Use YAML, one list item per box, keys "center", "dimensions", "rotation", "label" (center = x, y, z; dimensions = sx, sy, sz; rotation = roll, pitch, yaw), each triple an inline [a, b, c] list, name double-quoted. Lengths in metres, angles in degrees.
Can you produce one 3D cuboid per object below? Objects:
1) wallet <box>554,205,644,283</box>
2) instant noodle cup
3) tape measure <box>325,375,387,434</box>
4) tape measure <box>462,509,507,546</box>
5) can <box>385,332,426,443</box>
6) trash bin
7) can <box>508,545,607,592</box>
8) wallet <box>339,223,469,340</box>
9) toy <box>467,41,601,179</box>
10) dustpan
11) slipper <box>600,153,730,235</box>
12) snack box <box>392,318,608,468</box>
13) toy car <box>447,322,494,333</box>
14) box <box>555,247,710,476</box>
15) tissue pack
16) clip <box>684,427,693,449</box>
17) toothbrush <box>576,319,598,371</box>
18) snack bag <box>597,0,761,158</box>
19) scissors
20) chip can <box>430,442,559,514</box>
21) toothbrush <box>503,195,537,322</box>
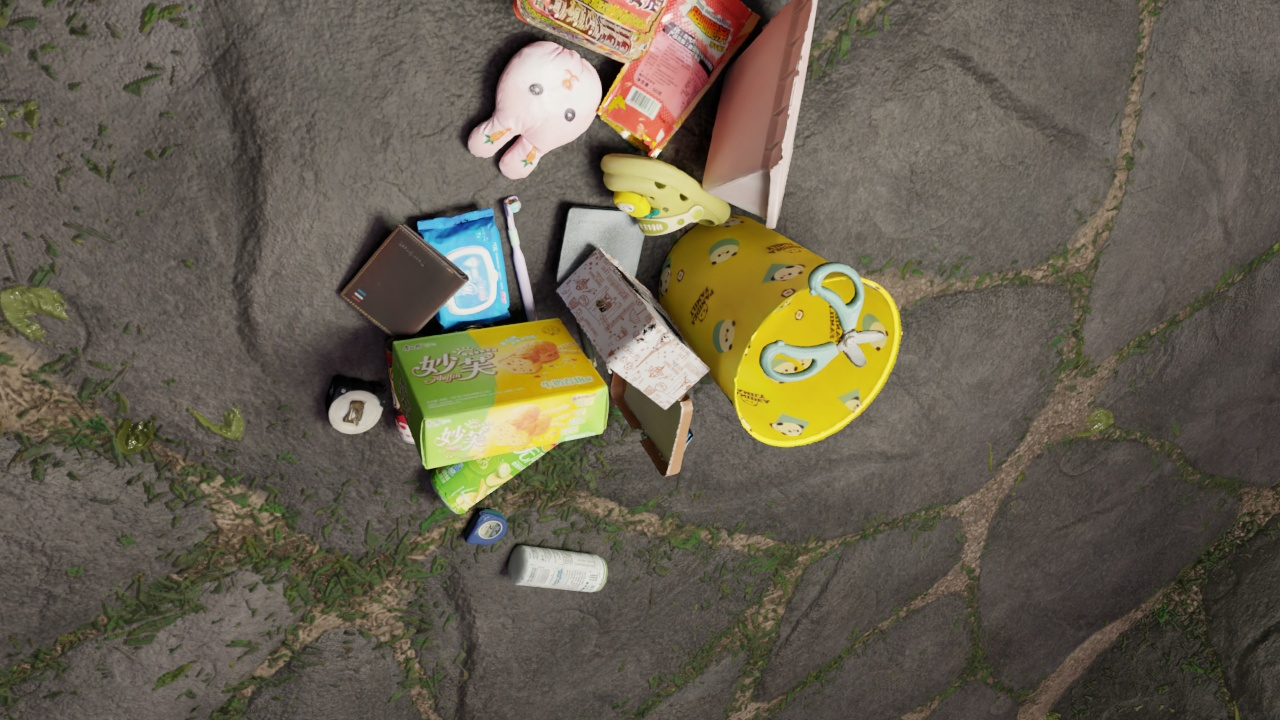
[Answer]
- center: [-0.048, -0.143, 1.145]
  dimensions: [0.120, 0.019, 0.097]
  rotation: [-3, 115, -36]
  label: "wallet"
- center: [-0.039, -0.421, 0.943]
  dimensions: [0.164, 0.079, 0.189]
  rotation: [13, 114, -34]
  label: "instant noodle cup"
- center: [-0.347, 0.055, 1.113]
  dimensions: [0.065, 0.033, 0.066]
  rotation: [11, 113, -31]
  label: "tape measure"
- center: [-0.218, 0.237, 1.303]
  dimensions: [0.054, 0.025, 0.058]
  rotation: [18, 114, -37]
  label: "tape measure"
- center: [-0.278, 0.035, 1.124]
  dimensions: [0.053, 0.053, 0.133]
  rotation: [-12, 125, -21]
  label: "can"
- center: [0.158, -0.054, 1.168]
  dimensions: [0.229, 0.255, 0.230]
  rotation: [-14, 125, -21]
  label: "trash bin"
- center: [-0.124, 0.315, 1.382]
  dimensions: [0.146, 0.058, 0.058]
  rotation: [16, 111, -35]
  label: "can"
- center: [-0.267, -0.085, 1.036]
  dimensions: [0.096, 0.020, 0.122]
  rotation: [40, 117, -19]
  label: "wallet"
- center: [-0.116, -0.274, 1.016]
  dimensions: [0.121, 0.054, 0.160]
  rotation: [27, 112, -40]
  label: "toy"
- center: [0.175, -0.272, 1.053]
  dimensions: [0.138, 0.274, 0.222]
  rotation: [16, 82, -19]
  label: "dustpan"
- center: [0.030, -0.189, 1.114]
  dimensions: [0.190, 0.092, 0.081]
  rotation: [18, 88, -40]
  label: "slipper"
- center: [-0.161, 0.031, 1.036]
  dimensions: [0.209, 0.157, 0.070]
  rotation: [-9, 126, -23]
  label: "snack box"
- center: [-0.214, 0.014, 1.135]
  dimensions: [0.071, 0.041, 0.156]
  rotation: [-10, 142, -24]
  label: "toy car"
- center: [0.002, 0.002, 1.149]
  dimensions: [0.124, 0.178, 0.274]
  rotation: [-27, 137, -9]
  label: "box"
- center: [-0.205, -0.099, 1.077]
  dimensions: [0.094, 0.052, 0.157]
  rotation: [-17, 126, -18]
  label: "tissue pack"
- center: [0.061, 0.126, 1.383]
  dimensions: [0.029, 0.024, 0.057]
  rotation: [18, 114, -31]
  label: "clip"
- center: [-0.080, -0.057, 1.197]
  dimensions: [0.012, 0.017, 0.186]
  rotation: [-25, 130, -15]
  label: "toothbrush"
- center: [0.041, -0.343, 1.050]
  dimensions: [0.128, 0.073, 0.208]
  rotation: [27, 99, -43]
  label: "snack bag"
- center: [0.201, -0.023, 1.033]
  dimensions: [0.179, 0.019, 0.172]
  rotation: [-40, 131, -1]
  label: "scissors"
- center: [-0.175, 0.117, 1.219]
  dimensions: [0.221, 0.072, 0.072]
  rotation: [-36, 130, -3]
  label: "chip can"
- center: [-0.143, -0.111, 1.125]
  dimensions: [0.021, 0.029, 0.189]
  rotation: [6, 128, 15]
  label: "toothbrush"
